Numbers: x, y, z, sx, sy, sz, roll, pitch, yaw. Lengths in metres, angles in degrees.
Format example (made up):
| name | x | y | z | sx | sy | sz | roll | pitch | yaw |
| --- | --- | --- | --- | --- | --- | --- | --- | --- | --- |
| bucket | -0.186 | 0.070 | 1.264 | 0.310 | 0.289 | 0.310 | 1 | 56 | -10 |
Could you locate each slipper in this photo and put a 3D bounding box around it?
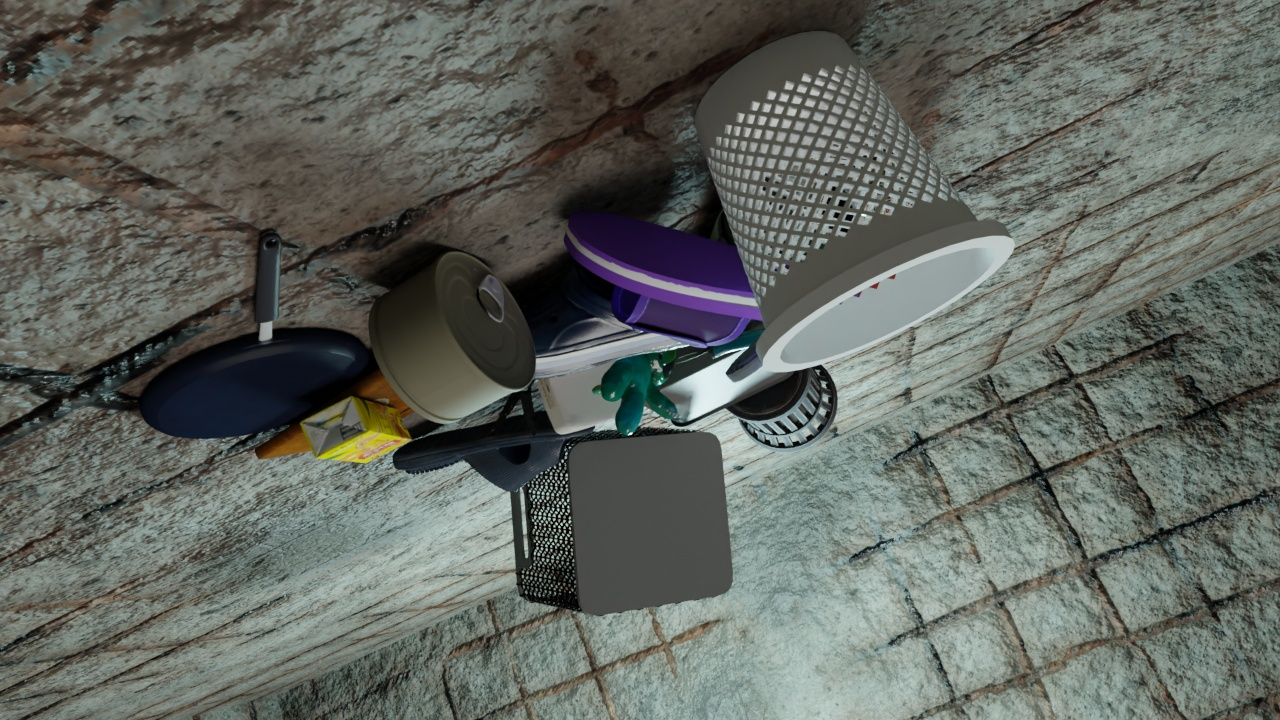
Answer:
| name | x | y | z | sx | sy | sz | roll | pitch | yaw |
| --- | --- | --- | --- | --- | --- | --- | --- | --- | --- |
| slipper | -0.178 | 0.122 | 1.150 | 0.264 | 0.082 | 0.101 | -11 | -167 | 10 |
| slipper | 0.057 | -0.050 | 0.804 | 0.266 | 0.107 | 0.084 | 10 | 121 | -18 |
| slipper | -0.043 | -0.054 | 0.879 | 0.252 | 0.105 | 0.095 | -10 | 128 | -10 |
| slipper | 0.171 | -0.077 | 0.947 | 0.268 | 0.055 | 0.098 | -44 | -173 | -32 |

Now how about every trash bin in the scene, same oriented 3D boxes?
| name | x | y | z | sx | sy | sz | roll | pitch | yaw |
| --- | --- | --- | --- | --- | --- | --- | --- | --- | --- |
| trash bin | 0.200 | 0.041 | 1.381 | 0.164 | 0.164 | 0.227 | -26 | 160 | 11 |
| trash bin | 0.084 | -0.004 | 1.186 | 0.192 | 0.097 | 0.219 | -26 | 162 | 11 |
| trash bin | 0.141 | -0.124 | 0.696 | 0.195 | 0.199 | 0.196 | -21 | 164 | -7 |

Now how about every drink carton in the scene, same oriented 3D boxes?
| name | x | y | z | sx | sy | sz | roll | pitch | yaw |
| --- | --- | --- | --- | --- | --- | --- | --- | --- | --- |
| drink carton | -0.278 | 0.072 | 0.913 | 0.058 | 0.043 | 0.134 | -27 | 171 | -1 |

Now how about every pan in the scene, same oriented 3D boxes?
| name | x | y | z | sx | sy | sz | roll | pitch | yaw |
| --- | --- | --- | --- | --- | --- | --- | --- | --- | --- |
| pan | -0.317 | -0.007 | 0.775 | 0.198 | 0.021 | 0.358 | -14 | 161 | -29 |

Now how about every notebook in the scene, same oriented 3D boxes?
| name | x | y | z | sx | sy | sz | roll | pitch | yaw |
| --- | --- | --- | --- | --- | --- | --- | --- | --- | --- |
| notebook | -0.266 | 0.042 | 0.967 | 0.250 | 0.014 | 0.178 | -30 | 171 | 21 |

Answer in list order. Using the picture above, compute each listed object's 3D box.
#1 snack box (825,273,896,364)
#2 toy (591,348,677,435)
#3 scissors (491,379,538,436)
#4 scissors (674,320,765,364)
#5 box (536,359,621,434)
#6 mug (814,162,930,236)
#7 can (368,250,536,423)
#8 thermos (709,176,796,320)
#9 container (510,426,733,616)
| name | x | y | z | sx | sy | sz | roll | pitch | yaw |
| --- | --- | --- | --- | --- | --- | --- | --- | --- | --- |
| snack box | 0.250 | -0.079 | 1.059 | 0.113 | 0.060 | 0.235 | -29 | -169 | 19 |
| toy | -0.006 | 0.006 | 0.986 | 0.072 | 0.131 | 0.192 | -15 | -157 | 24 |
| scissors | -0.108 | 0.013 | 0.884 | 0.161 | 0.158 | 0.013 | -22 | 133 | -33 |
| scissors | 0.115 | -0.026 | 1.035 | 0.124 | 0.019 | 0.157 | -31 | -165 | -31 |
| box | -0.067 | 0.025 | 1.080 | 0.128 | 0.108 | 0.137 | -18 | 177 | -26 |
| mug | 0.228 | -0.162 | 0.943 | 0.089 | 0.073 | 0.105 | -18 | -171 | -18 |
| can | -0.155 | -0.018 | 0.765 | 0.073 | 0.127 | 0.127 | -27 | 163 | 21 |
| thermos | 0.100 | -0.101 | 0.931 | 0.082 | 0.082 | 0.232 | -20 | 164 | -12 |
| container | -0.030 | 0.219 | 1.292 | 0.245 | 0.247 | 0.244 | -3 | 175 | -23 |
